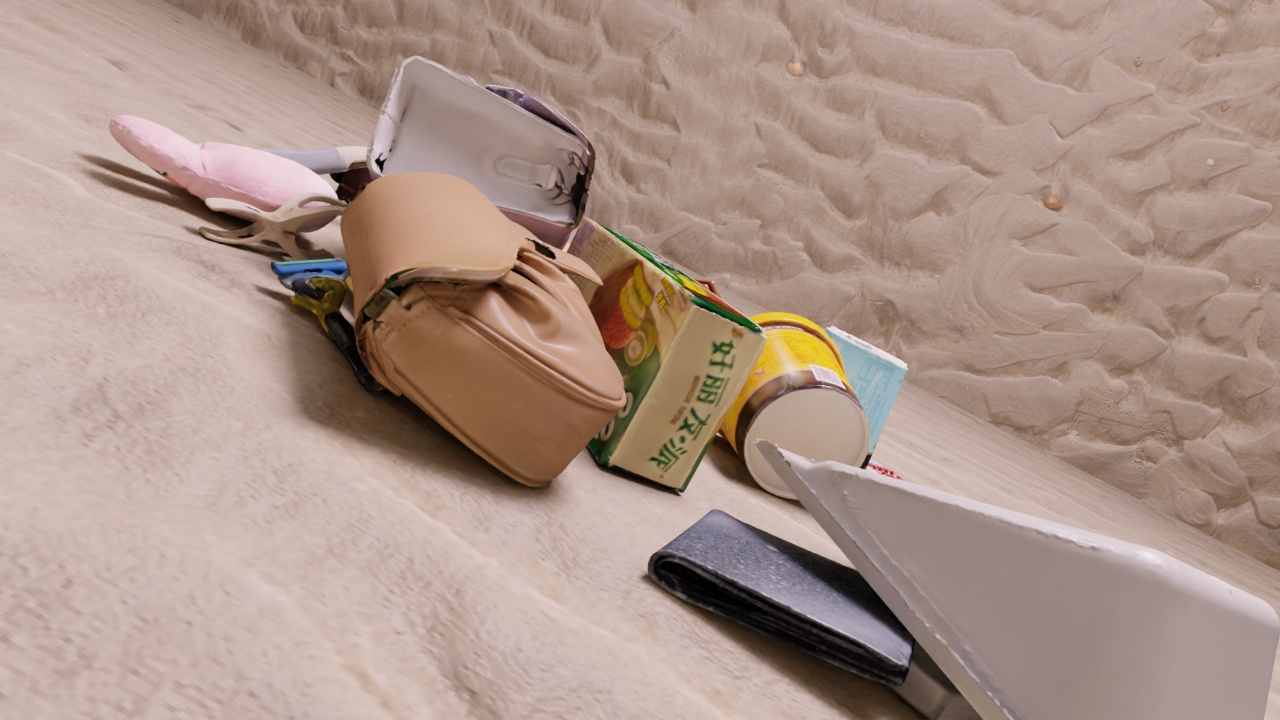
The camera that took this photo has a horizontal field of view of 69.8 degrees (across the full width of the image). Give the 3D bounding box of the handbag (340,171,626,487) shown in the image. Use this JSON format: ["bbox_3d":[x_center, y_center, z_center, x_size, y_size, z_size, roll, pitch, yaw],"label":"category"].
[{"bbox_3d":[-0.085,-0.031,0.497,0.147,0.100,0.204,35,10,-32],"label":"handbag"}]

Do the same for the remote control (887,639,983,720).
[{"bbox_3d":[0.168,0.161,0.461,0.135,0.019,0.056,20,12,-35],"label":"remote control"}]

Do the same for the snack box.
[{"bbox_3d":[-0.010,-0.016,0.635,0.063,0.114,0.240,23,10,-25],"label":"snack box"}]

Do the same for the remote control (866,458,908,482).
[{"bbox_3d":[0.242,0.123,0.850,0.055,0.020,0.136,17,14,-41],"label":"remote control"}]

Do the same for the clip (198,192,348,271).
[{"bbox_3d":[-0.244,-0.079,0.631,0.103,0.089,0.035,-22,42,-34],"label":"clip"}]

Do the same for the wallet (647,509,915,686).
[{"bbox_3d":[0.073,0.107,0.436,0.121,0.019,0.097,21,11,19],"label":"wallet"}]

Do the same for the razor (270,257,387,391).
[{"bbox_3d":[-0.167,-0.019,0.512,0.042,0.022,0.143,-11,36,-32],"label":"razor"}]

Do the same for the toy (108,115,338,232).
[{"bbox_3d":[-0.299,-0.135,0.669,0.159,0.054,0.121,19,5,-40],"label":"toy"}]

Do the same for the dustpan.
[{"bbox_3d":[0.197,0.154,0.456,0.222,0.142,0.258,23,-9,-39],"label":"dustpan"}]

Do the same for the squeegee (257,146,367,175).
[{"bbox_3d":[-0.255,-0.169,0.799,0.246,0.247,0.039,-5,71,-33],"label":"squeegee"}]

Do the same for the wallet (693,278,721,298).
[{"bbox_3d":[0.076,-0.017,0.880,0.132,0.031,0.108,62,-6,-10],"label":"wallet"}]

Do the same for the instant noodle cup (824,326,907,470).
[{"bbox_3d":[0.175,0.039,0.812,0.111,0.120,0.111,26,10,-5],"label":"instant noodle cup"}]

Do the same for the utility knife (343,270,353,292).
[{"bbox_3d":[-0.155,-0.025,0.577,0.031,0.019,0.175,26,15,-45],"label":"utility knife"}]

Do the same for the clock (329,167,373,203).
[{"bbox_3d":[-0.284,-0.188,0.982,0.122,0.055,0.082,32,11,36],"label":"clock"}]

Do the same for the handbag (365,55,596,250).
[{"bbox_3d":[-0.112,-0.133,0.675,0.145,0.098,0.197,21,-6,-8],"label":"handbag"}]

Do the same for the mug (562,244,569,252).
[{"bbox_3d":[-0.075,-0.057,0.807,0.078,0.078,0.122,27,14,-1],"label":"mug"}]

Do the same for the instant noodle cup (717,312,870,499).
[{"bbox_3d":[0.111,0.037,0.697,0.118,0.119,0.114,24,18,-16],"label":"instant noodle cup"}]
